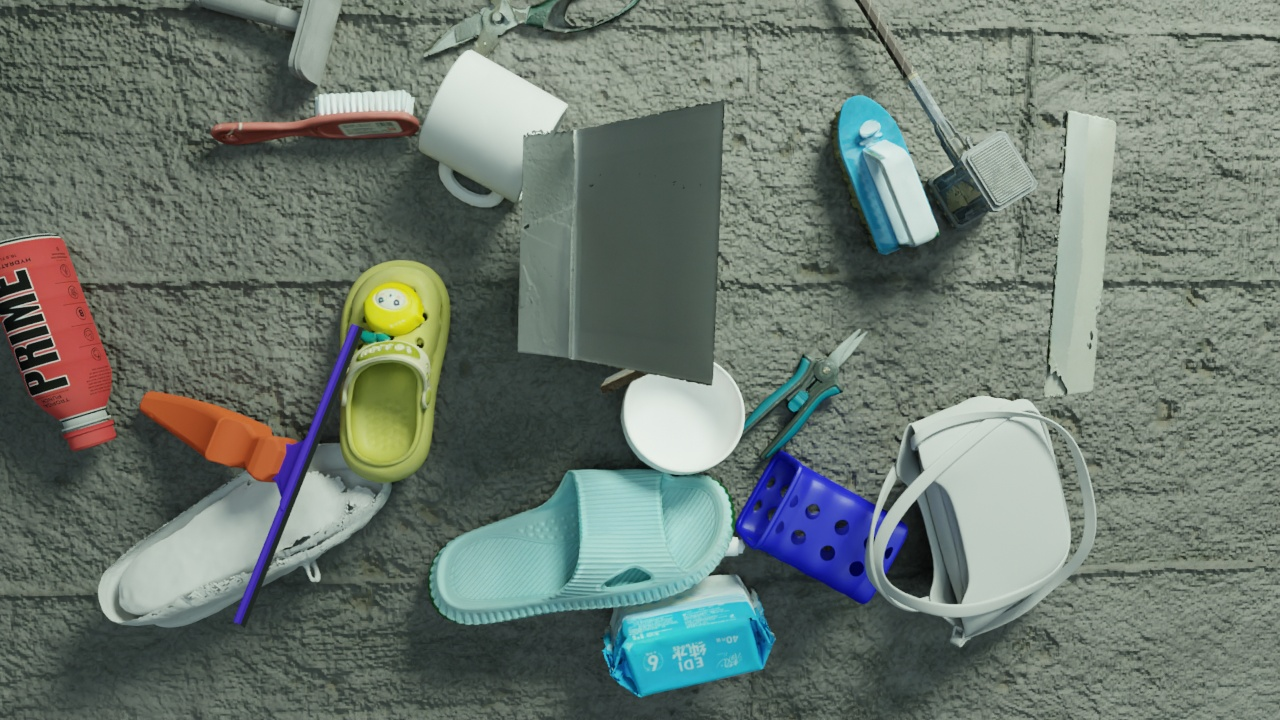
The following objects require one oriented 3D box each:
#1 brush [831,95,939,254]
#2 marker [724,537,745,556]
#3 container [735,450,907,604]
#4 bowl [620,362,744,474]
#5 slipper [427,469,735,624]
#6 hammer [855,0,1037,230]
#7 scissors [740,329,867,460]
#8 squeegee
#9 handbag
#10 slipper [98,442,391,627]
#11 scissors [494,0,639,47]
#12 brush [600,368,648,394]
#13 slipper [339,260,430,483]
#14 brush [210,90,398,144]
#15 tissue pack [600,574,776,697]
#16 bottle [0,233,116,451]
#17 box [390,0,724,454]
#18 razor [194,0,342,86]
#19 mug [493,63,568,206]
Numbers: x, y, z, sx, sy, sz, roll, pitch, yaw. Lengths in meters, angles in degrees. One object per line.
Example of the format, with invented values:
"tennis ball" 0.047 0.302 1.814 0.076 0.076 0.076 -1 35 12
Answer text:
"brush" 0.208 -0.162 0.786 0.055 0.075 0.136 -25 97 -2
"marker" 0.027 0.166 0.824 0.133 0.020 0.017 -1 111 5
"container" 0.159 0.147 0.809 0.113 0.084 0.085 29 92 -7
"bowl" 0.034 0.049 0.798 0.105 0.054 0.104 2 77 -8
"slipper" -0.053 0.157 0.785 0.276 0.069 0.115 -13 58 1
"hammer" 0.216 -0.264 0.781 0.044 0.098 0.322 -31 89 -1
"scissors" 0.151 0.033 0.828 0.129 0.019 0.138 0 88 3
"squeegee" -0.341 0.065 0.762 0.185 0.055 0.249 19 86 18
"handbag" 0.277 0.147 0.773 0.222 0.096 0.216 -21 98 -32
"slipper" -0.325 0.153 0.781 0.246 0.075 0.112 -30 79 -6
"scissors" -0.110 -0.328 0.777 0.209 0.015 0.154 -26 100 -3
"brush" -0.005 0.004 0.753 0.045 0.143 0.008 -24 95 7
"slipper" -0.212 0.005 0.759 0.091 0.082 0.190 3 81 -2
"brush" -0.273 -0.204 0.771 0.172 0.041 0.030 -4 78 -1
"tissue pack" 0.037 0.236 0.791 0.144 0.093 0.062 -10 103 -2
"bottle" -0.483 -0.012 0.760 0.062 0.062 0.176 -17 97 -2
"box" -0.022 -0.072 0.565 0.148 0.506 0.167 1 96 0
"razor" -0.311 -0.287 0.758 0.116 0.047 0.088 17 94 2
"mug" -0.126 -0.180 0.760 0.090 0.090 0.122 28 126 -7
